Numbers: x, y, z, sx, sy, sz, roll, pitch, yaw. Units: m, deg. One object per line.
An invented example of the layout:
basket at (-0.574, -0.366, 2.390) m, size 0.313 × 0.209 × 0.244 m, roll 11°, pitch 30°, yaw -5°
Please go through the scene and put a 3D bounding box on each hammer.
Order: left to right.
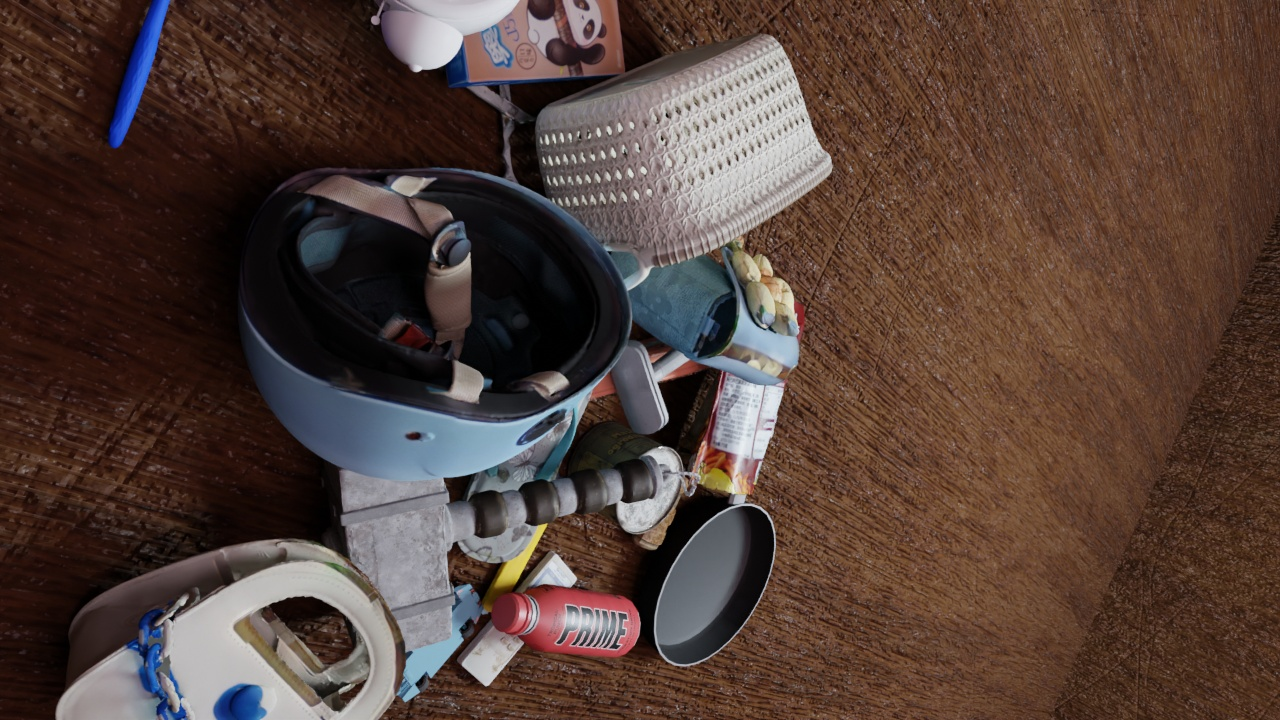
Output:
hammer at (-0.094, 0.119, 0.762) m, size 0.325 × 0.079 × 0.177 m, roll -9°, pitch 114°, yaw -26°
hammer at (0.074, 0.056, 0.987) m, size 0.121 × 0.049 × 0.318 m, roll 28°, pitch 87°, yaw -49°

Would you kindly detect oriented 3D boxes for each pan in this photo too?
pan at (0.096, 0.181, 1.048) m, size 0.203 × 0.044 × 0.356 m, roll 2°, pitch 107°, yaw -46°

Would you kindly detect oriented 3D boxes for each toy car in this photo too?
toy car at (-0.189, 0.245, 0.815) m, size 0.107 × 0.027 × 0.060 m, roll -47°, pitch 134°, yaw -34°

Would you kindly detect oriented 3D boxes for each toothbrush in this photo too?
toothbrush at (-0.285, -0.213, 0.539) m, size 0.018 × 0.016 × 0.182 m, roll 17°, pitch 94°, yaw -42°

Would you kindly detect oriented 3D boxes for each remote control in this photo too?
remote control at (-0.118, 0.252, 0.899) m, size 0.135 × 0.011 × 0.050 m, roll -48°, pitch 134°, yaw -20°

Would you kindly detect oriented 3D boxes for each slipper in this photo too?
slipper at (-0.091, 0.058, 0.796) m, size 0.098 × 0.055 × 0.269 m, roll 10°, pitch 102°, yaw -24°

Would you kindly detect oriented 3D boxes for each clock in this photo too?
clock at (-0.127, -0.279, 0.592) m, size 0.125 × 0.073 × 0.160 m, roll 43°, pitch 82°, yaw -16°

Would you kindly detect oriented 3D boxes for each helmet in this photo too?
helmet at (-0.141, -0.024, 0.634) m, size 0.264 × 0.225 × 0.167 m, roll -17°, pitch 156°, yaw -37°

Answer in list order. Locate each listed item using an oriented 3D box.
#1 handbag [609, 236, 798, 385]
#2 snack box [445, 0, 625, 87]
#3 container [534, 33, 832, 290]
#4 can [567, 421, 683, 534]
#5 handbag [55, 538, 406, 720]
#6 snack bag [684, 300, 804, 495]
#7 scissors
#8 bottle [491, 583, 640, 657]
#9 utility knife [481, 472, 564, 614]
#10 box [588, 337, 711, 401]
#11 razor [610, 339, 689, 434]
handbag at (0.059, -0.061, 0.809) m, size 0.121 × 0.192 × 0.119 m, roll 20°, pitch 106°, yaw -45°
snack box at (-0.082, -0.258, 0.698) m, size 0.151 × 0.034 × 0.087 m, roll -18°, pitch 107°, yaw -38°
container at (0.032, -0.169, 0.754) m, size 0.245 × 0.185 × 0.143 m, roll -37°, pitch 119°, yaw -39°
can at (-0.015, 0.113, 0.898) m, size 0.089 × 0.075 × 0.090 m, roll -21°, pitch 121°, yaw -39°
handbag at (-0.266, 0.219, 0.630) m, size 0.199 × 0.093 × 0.201 m, roll -29°, pitch 125°, yaw -4°
snack bag at (0.116, 0.034, 0.940) m, size 0.138 × 0.067 × 0.208 m, roll 9°, pitch 101°, yaw -51°
scissors at (-0.105, -0.183, 0.729) m, size 0.141 × 0.014 × 0.175 m, roll -6°, pitch 106°, yaw -46°
bottle at (-0.073, 0.251, 0.887) m, size 0.176 × 0.062 × 0.062 m, roll 27°, pitch 86°, yaw -50°
utility knife at (-0.111, 0.174, 0.871) m, size 0.030 × 0.017 × 0.151 m, roll 31°, pitch 83°, yaw -42°
box at (-0.002, 0.007, 0.888) m, size 0.186 × 0.056 × 0.059 m, roll -16°, pitch 149°, yaw -38°
razor at (0.025, 0.003, 0.868) m, size 0.116 × 0.047 × 0.088 m, roll -35°, pitch 114°, yaw -41°
